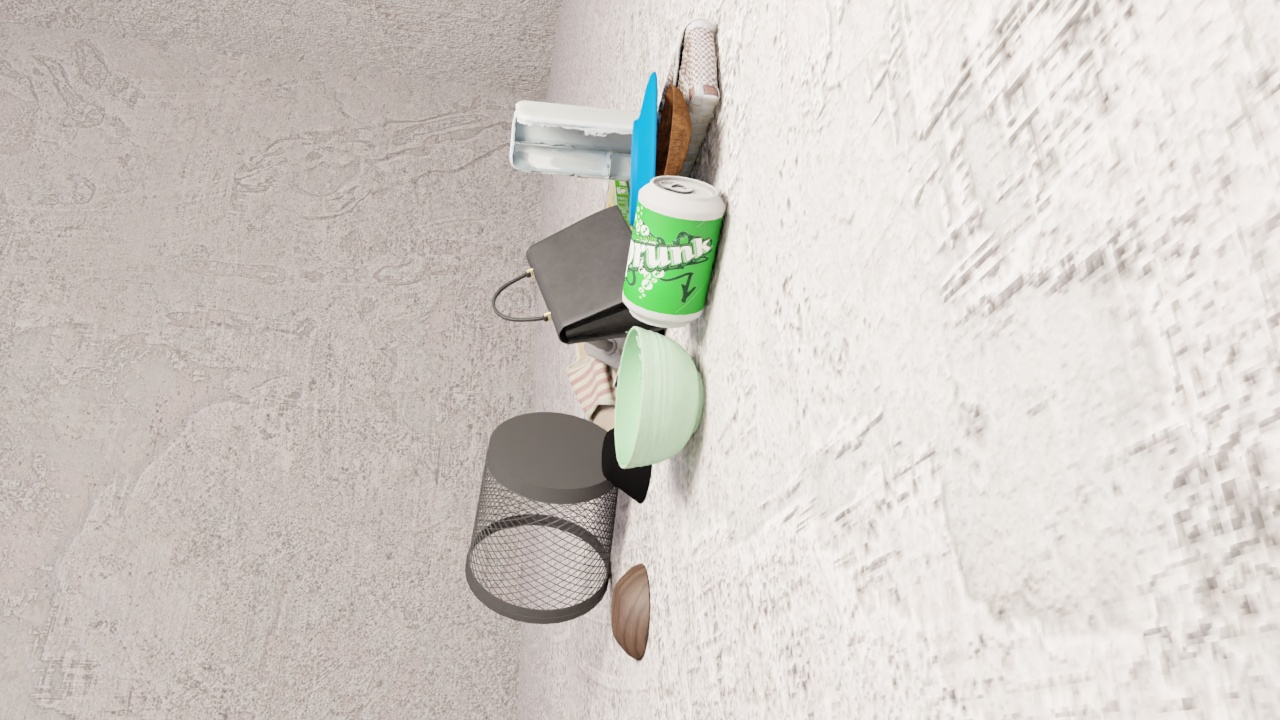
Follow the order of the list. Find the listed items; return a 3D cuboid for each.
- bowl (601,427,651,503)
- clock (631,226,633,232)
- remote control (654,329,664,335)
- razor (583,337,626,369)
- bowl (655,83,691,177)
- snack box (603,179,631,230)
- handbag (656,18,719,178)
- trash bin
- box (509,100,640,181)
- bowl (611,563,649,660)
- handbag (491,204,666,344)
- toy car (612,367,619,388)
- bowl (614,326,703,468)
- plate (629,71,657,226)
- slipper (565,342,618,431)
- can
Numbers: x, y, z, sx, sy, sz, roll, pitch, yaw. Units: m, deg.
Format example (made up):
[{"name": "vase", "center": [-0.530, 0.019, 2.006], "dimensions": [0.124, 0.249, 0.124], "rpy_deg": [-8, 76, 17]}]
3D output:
[{"name": "bowl", "center": [-0.023, 0.126, 1.219], "dimensions": [0.124, 0.052, 0.124], "rpy_deg": [-176, 91, -79]}, {"name": "clock", "center": [0.010, -0.181, 1.226], "dimensions": [0.122, 0.035, 0.094], "rpy_deg": [-138, 54, -75]}, {"name": "remote control", "center": [0.021, 0.031, 1.136], "dimensions": [0.034, 0.013, 0.149], "rpy_deg": [121, 152, -59]}, {"name": "razor", "center": [-0.066, -0.030, 1.277], "dimensions": [0.088, 0.116, 0.047], "rpy_deg": [25, 89, 35]}, {"name": "bowl", "center": [0.037, -0.231, 0.965], "dimensions": [0.114, 0.026, 0.101], "rpy_deg": [103, 169, -49]}, {"name": "snack box", "center": [-0.041, -0.230, 1.536], "dimensions": [0.167, 0.027, 0.132], "rpy_deg": [-97, 15, -45]}, {"name": "handbag", "center": [0.046, -0.283, 1.056], "dimensions": [0.186, 0.047, 0.124], "rpy_deg": [113, 158, -58]}, {"name": "trash bin", "center": [-0.137, 0.221, 1.337], "dimensions": [0.217, 0.217, 0.228], "rpy_deg": [-104, 21, -59]}, {"name": "box", "center": [-0.073, -0.288, 1.247], "dimensions": [0.129, 0.210, 0.105], "rpy_deg": [-104, 20, -64]}, {"name": "bowl", "center": [-0.016, 0.317, 1.160], "dimensions": [0.119, 0.032, 0.119], "rpy_deg": [-176, 91, -79]}, {"name": "handbag", "center": [-0.091, -0.093, 1.159], "dimensions": [0.072, 0.195, 0.175], "rpy_deg": [81, 168, -47]}, {"name": "toy car", "center": [-0.007, 0.007, 1.244], "dimensions": [0.113, 0.039, 0.038], "rpy_deg": [112, -179, -55]}, {"name": "bowl", "center": [0.021, 0.041, 0.965], "dimensions": [0.151, 0.077, 0.151], "rpy_deg": [-177, 91, -79]}, {"name": "plate", "center": [0.001, -0.214, 1.052], "dimensions": [0.224, 0.024, 0.224], "rpy_deg": [176, 96, -88]}, {"name": "slipper", "center": [-0.075, 0.001, 1.398], "dimensions": [0.115, 0.052, 0.262], "rpy_deg": [-43, 54, 49]}, {"name": "can", "center": [0.033, -0.111, 0.937], "dimensions": [0.087, 0.087, 0.140], "rpy_deg": [-105, 22, -61]}]
